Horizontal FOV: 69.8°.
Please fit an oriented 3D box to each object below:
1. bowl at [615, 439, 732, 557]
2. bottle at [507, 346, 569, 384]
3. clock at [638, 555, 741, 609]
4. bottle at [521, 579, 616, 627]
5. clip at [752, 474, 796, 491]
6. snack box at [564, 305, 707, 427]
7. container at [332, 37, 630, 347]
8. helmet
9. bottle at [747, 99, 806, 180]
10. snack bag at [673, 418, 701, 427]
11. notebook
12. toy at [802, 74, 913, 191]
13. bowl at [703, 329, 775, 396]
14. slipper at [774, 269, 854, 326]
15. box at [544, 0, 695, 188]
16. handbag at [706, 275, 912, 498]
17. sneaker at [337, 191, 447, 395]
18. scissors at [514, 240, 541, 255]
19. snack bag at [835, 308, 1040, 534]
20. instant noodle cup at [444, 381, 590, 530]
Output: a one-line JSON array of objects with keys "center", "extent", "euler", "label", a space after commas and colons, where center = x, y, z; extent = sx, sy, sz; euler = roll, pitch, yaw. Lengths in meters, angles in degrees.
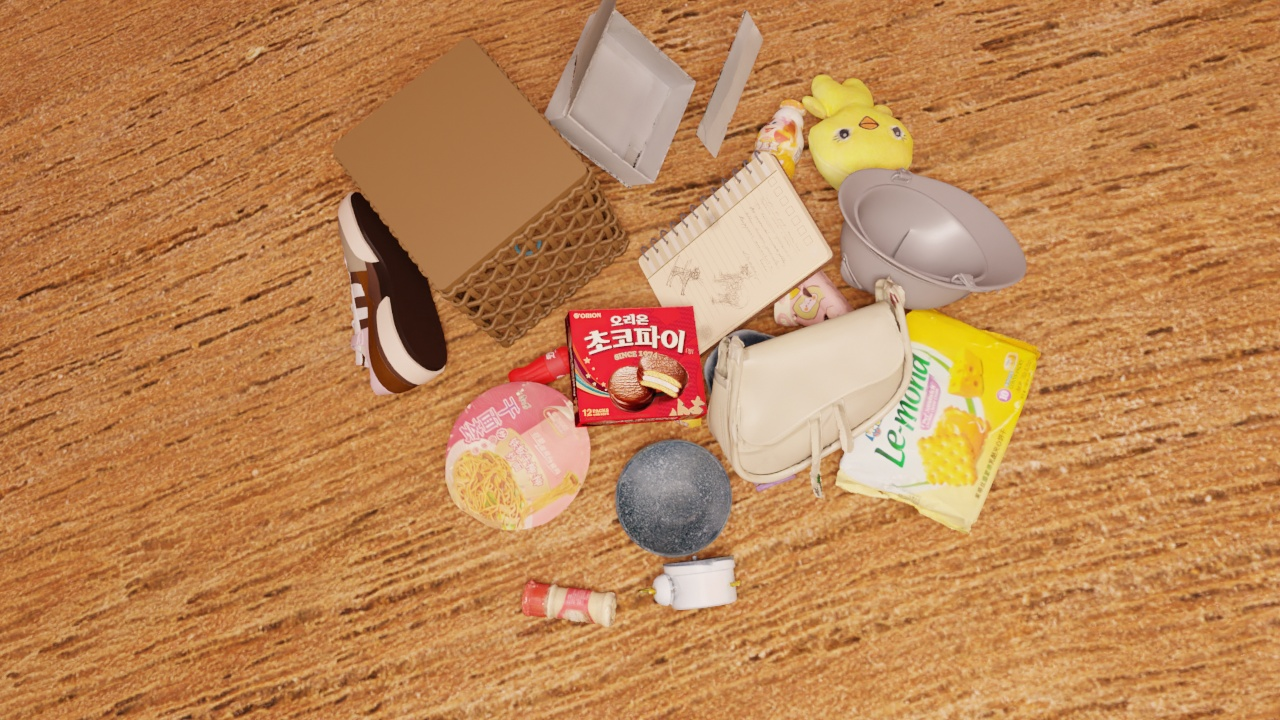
[{"center": [0.042, 0.165, 1.084], "extent": [0.137, 0.057, 0.137], "euler": [-3, 73, 10], "label": "bowl"}, {"center": [-0.109, 0.006, 1.169], "extent": [0.119, 0.036, 0.036], "euler": [-26, 71, 2], "label": "bottle"}, {"center": [0.055, 0.252, 1.045], "extent": [0.118, 0.083, 0.057], "euler": [-9, 79, 7], "label": "clock"}, {"center": [-0.083, 0.287, 1.081], "extent": [0.109, 0.044, 0.044], "euler": [5, 75, 11], "label": "bottle"}, {"center": [0.158, 0.138, 1.095], "extent": [0.051, 0.013, 0.032], "euler": [-25, 70, 5], "label": "clip"}, {"center": [-0.006, 0.006, 1.091], "extent": [0.152, 0.036, 0.132], "euler": [-3, 77, -14], "label": "snack box"}, {"center": [-0.189, -0.200, 1.138], "extent": [0.219, 0.214, 0.251], "euler": [-39, 71, -1], "label": "container"}, {"center": [0.310, -0.119, 1.066], "extent": [0.270, 0.118, 0.183], "euler": [2, 53, -30], "label": "helmet"}, {"center": [0.181, -0.282, 1.185], "extent": [0.063, 0.063, 0.108], "euler": [18, 78, 15], "label": "bottle"}, {"center": [0.029, 0.058, 1.135], "extent": [0.099, 0.026, 0.020], "euler": [24, 74, 14], "label": "snack bag"}, {"center": [0.106, -0.128, 1.120], "extent": [0.226, 0.024, 0.167], "euler": [-37, 68, 29], "label": "notebook"}, {"center": [0.269, -0.284, 1.158], "extent": [0.133, 0.092, 0.207], "euler": [-1, 64, -12], "label": "toy"}, {"center": [0.134, 0.022, 1.110], "extent": [0.110, 0.055, 0.110], "euler": [-3, 73, 10], "label": "bowl"}, {"center": [0.198, -0.074, 1.118], "extent": [0.082, 0.093, 0.197], "euler": [-39, 68, 18], "label": "slipper"}, {"center": [-0.018, -0.353, 1.095], "extent": [0.165, 0.330, 0.167], "euler": [21, 79, 1], "label": "box"}, {"center": [0.190, 0.034, 0.982], "extent": [0.229, 0.184, 0.132], "euler": [-21, 38, -7], "label": "handbag"}, {"center": [-0.352, -0.082, 1.217], "extent": [0.117, 0.111, 0.293], "euler": [-33, 70, 21], "label": "sneaker"}, {"center": [-0.185, -0.178, 1.251], "extent": [0.135, 0.015, 0.129], "euler": [-46, 71, 1], "label": "scissors"}, {"center": [0.342, 0.063, 1.053], "extent": [0.160, 0.068, 0.247], "euler": [23, 79, 19], "label": "snack bag"}, {"center": [-0.140, 0.120, 1.121], "extent": [0.179, 0.078, 0.178], "euler": [-3, 75, 10], "label": "instant noodle cup"}]
